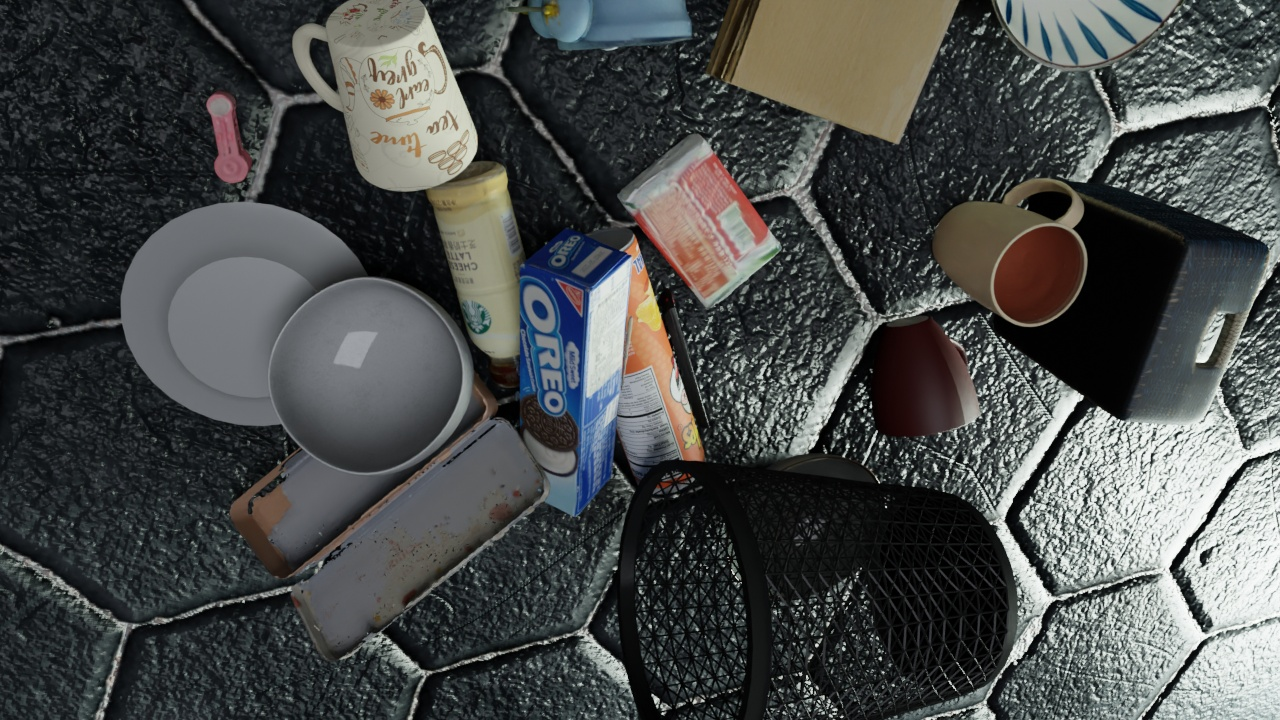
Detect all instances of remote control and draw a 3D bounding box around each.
[{"bbox_3d":[0.036,0.002,0.743,0.010,0.039,0.125,-16,124,3],"label":"remote control"}]

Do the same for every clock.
[{"bbox_3d":[-0.025,-0.227,0.591,0.124,0.089,0.052,-10,112,-14],"label":"clock"}]

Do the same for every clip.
[{"bbox_3d":[-0.268,-0.143,0.592,0.022,0.038,0.059,-7,112,-9],"label":"clip"}]

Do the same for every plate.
[{"bbox_3d":[-0.277,-0.026,0.654,0.172,0.019,0.173,-6,116,-13],"label":"plate"}]

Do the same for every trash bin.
[{"bbox_3d":[0.136,0.183,0.703,0.243,0.217,0.217,2,114,-23],"label":"trash bin"}]

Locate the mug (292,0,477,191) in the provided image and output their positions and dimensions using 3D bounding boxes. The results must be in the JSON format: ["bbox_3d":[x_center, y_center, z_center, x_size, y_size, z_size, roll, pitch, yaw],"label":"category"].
[{"bbox_3d":[-0.168,-0.176,0.575,0.080,0.122,0.097,-54,157,-30],"label":"mug"}]

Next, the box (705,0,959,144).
[{"bbox_3d":[0.152,-0.283,0.598,0.140,0.122,0.249,12,109,-24],"label":"box"}]

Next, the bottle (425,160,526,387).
[{"bbox_3d":[-0.107,-0.059,0.664,0.056,0.056,0.162,-15,117,-8],"label":"bottle"}]

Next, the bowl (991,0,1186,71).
[{"bbox_3d":[0.310,-0.303,0.657,0.177,0.071,0.177,-6,116,-13],"label":"bowl"}]

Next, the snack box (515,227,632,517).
[{"bbox_3d":[-0.050,0.017,0.673,0.059,0.059,0.227,26,135,20],"label":"snack box"}]

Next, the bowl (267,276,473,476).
[{"bbox_3d":[-0.182,0.011,0.639,0.132,0.064,0.132,0,88,1],"label":"bowl"}]

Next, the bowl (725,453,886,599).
[{"bbox_3d":[0.139,0.138,0.825,0.150,0.056,0.151,-6,116,-13],"label":"bowl"}]

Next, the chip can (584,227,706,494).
[{"bbox_3d":[-0.004,0.004,0.719,0.062,0.062,0.210,-22,118,-5],"label":"chip can"}]

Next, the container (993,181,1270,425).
[{"bbox_3d":[0.372,-0.052,0.726,0.071,0.187,0.145,2,114,-13],"label":"container"}]

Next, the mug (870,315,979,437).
[{"bbox_3d":[0.246,0.005,0.789,0.113,0.087,0.088,-21,102,-36],"label":"mug"}]

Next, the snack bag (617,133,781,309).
[{"bbox_3d":[0.046,-0.105,0.696,0.077,0.036,0.116,-39,119,5],"label":"snack bag"}]

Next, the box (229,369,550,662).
[{"bbox_3d":[-0.186,0.105,0.683,0.216,0.058,0.154,-39,81,4],"label":"box"}]

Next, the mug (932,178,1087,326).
[{"bbox_3d":[0.297,-0.096,0.732,0.085,0.104,0.111,33,101,-26],"label":"mug"}]
